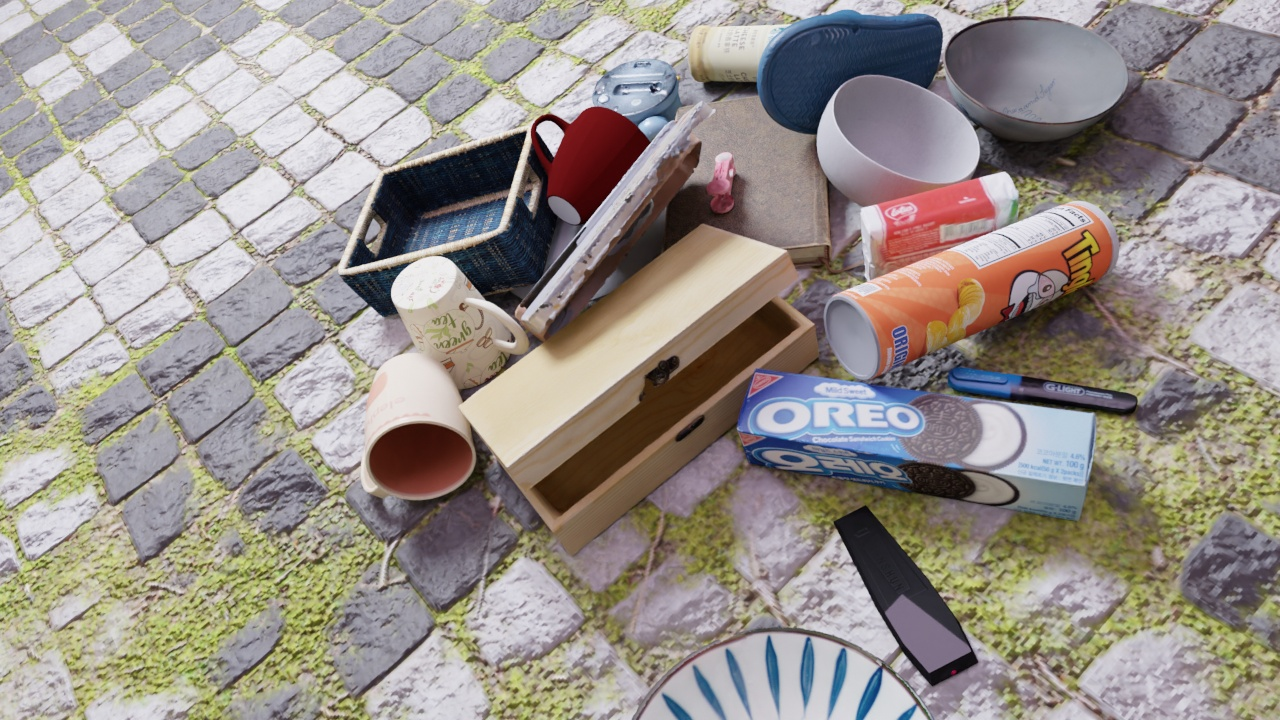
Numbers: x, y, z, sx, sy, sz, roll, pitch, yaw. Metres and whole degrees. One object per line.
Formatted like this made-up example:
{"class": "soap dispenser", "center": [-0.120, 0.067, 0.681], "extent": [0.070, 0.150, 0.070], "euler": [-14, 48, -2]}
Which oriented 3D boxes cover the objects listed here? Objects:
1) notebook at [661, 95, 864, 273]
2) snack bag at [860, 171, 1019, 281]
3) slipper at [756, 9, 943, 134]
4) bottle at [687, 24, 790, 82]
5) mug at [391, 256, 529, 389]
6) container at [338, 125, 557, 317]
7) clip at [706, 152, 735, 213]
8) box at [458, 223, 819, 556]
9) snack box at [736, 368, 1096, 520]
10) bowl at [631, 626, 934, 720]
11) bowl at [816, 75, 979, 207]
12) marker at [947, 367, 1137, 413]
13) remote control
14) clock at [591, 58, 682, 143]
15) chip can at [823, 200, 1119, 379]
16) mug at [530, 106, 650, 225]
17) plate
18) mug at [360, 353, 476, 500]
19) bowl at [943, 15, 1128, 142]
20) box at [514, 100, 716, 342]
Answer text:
{"class": "notebook", "center": [0.119, -0.165, 0.831], "extent": [0.190, 0.034, 0.215], "euler": [-3, 53, 16]}
{"class": "snack bag", "center": [0.230, -0.098, 0.711], "extent": [0.116, 0.077, 0.036], "euler": [-14, 53, 9]}
{"class": "slipper", "center": [0.186, -0.262, 0.820], "extent": [0.213, 0.104, 0.059], "euler": [-17, 38, -29]}
{"class": "bottle", "center": [0.131, -0.309, 0.923], "extent": [0.162, 0.056, 0.056], "euler": [9, 57, 25]}
{"class": "mug", "center": [-0.148, -0.031, 0.778], "extent": [0.122, 0.097, 0.080], "euler": [15, 60, 28]}
{"class": "container", "center": [-0.173, -0.128, 0.864], "extent": [0.188, 0.071, 0.145], "euler": [-10, 50, 24]}
{"class": "clip", "center": [0.074, -0.153, 0.803], "extent": [0.022, 0.038, 0.058], "euler": [-1, 55, 22]}
{"class": "box", "center": [-0.007, 0.001, 0.690], "extent": [0.248, 0.123, 0.140], "euler": [-37, 56, -11]}
{"class": "snack box", "center": [0.182, 0.054, 0.624], "extent": [0.227, 0.059, 0.059], "euler": [9, 61, 25]}
{"class": "bowl", "center": [0.079, 0.242, 0.499], "extent": [0.177, 0.071, 0.177], "euler": [-10, 42, 9]}
{"class": "bowl", "center": [0.209, -0.172, 0.771], "extent": [0.131, 0.065, 0.131], "euler": [8, 53, -10]}
{"class": "marker", "center": [0.280, 0.020, 0.644], "extent": [0.123, 0.015, 0.018], "euler": [9, 57, 23]}
{"class": "remote control", "center": [0.166, 0.145, 0.589], "extent": [0.039, 0.010, 0.124], "euler": [-27, 49, -2]}
{"class": "clock", "center": [-0.004, -0.250, 0.929], "extent": [0.089, 0.052, 0.124], "euler": [5, 56, 20]}
{"class": "chip can", "center": [0.236, -0.052, 0.652], "extent": [0.210, 0.062, 0.062], "euler": [-21, 48, -16]}
{"class": "mug", "center": [-0.055, -0.175, 0.828], "extent": [0.114, 0.087, 0.088], "euler": [37, 69, -6]}
{"class": "plate", "center": [-0.060, -0.125, 0.872], "extent": [0.173, 0.019, 0.172], "euler": [-10, 51, 12]}
{"class": "mug", "center": [-0.191, 0.058, 0.745], "extent": [0.112, 0.085, 0.104], "euler": [-46, 36, 19]}
{"class": "bowl", "center": [0.331, -0.230, 0.788], "extent": [0.151, 0.057, 0.150], "euler": [-3, 51, 3]}
{"class": "box", "center": [-0.019, -0.106, 0.742], "extent": [0.058, 0.154, 0.216], "euler": [39, 86, 2]}
